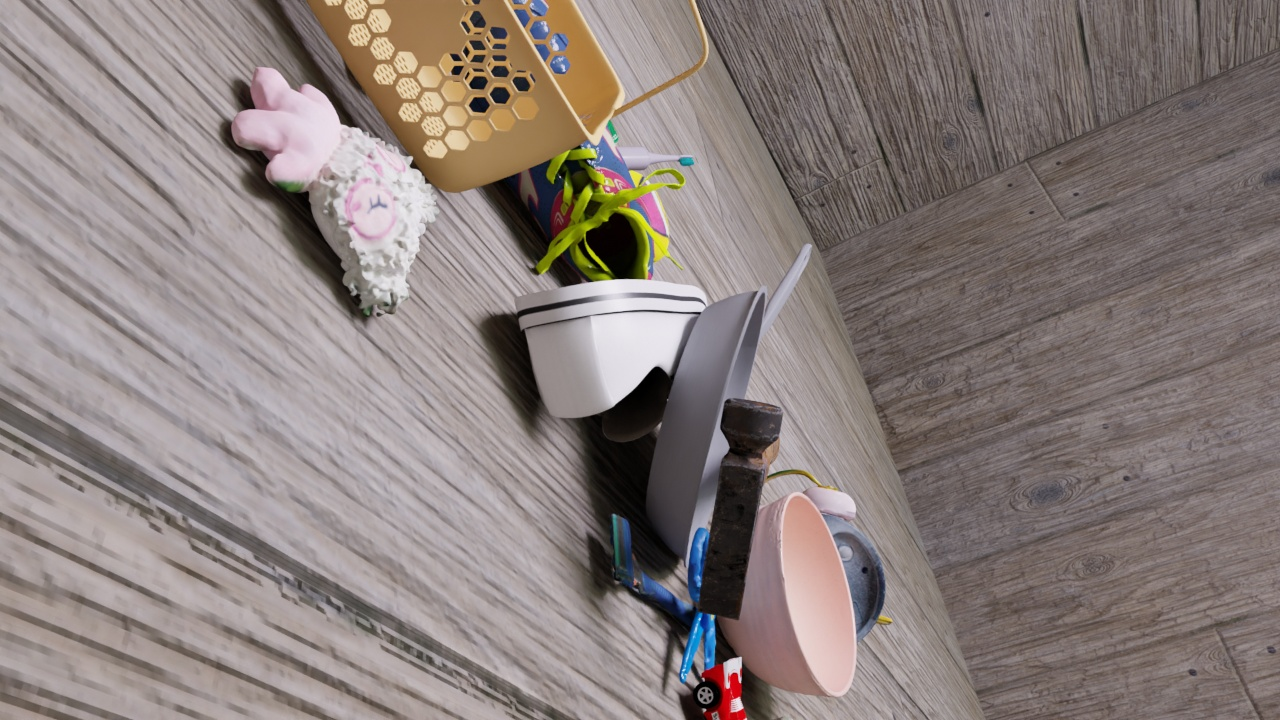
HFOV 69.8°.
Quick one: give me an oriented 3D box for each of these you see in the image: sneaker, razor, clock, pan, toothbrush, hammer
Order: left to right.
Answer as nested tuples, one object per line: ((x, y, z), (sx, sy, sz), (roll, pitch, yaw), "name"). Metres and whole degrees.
((-0.045, -0.137, 0.615), (0.242, 0.116, 0.091), (59, 7, -45), "sneaker")
((-0.022, -0.160, 0.732), (0.187, 0.018, 0.019), (-13, 75, -43), "toothbrush")
((-0.004, 0.004, 0.622), (0.245, 0.091, 0.097), (-1, 80, -76), "sneaker")
((0.010, 0.146, 0.580), (0.141, 0.018, 0.043), (54, 22, -47), "razor")
((0.076, -0.002, 0.698), (0.355, 0.051, 0.201), (-62, 164, -49), "pan")
((0.079, 0.082, 0.651), (0.330, 0.033, 0.120), (2, 99, -79), "hammer")
((0.143, 0.173, 0.795), (0.059, 0.117, 0.158), (39, 31, -78), "clock")

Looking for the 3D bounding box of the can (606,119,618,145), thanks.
((-0.060, -0.215, 0.783), (0.101, 0.053, 0.053), (61, 17, -19), "can")

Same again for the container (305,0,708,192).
((-0.070, -0.200, 0.476), (0.183, 0.167, 0.129), (59, 18, -22), "container")

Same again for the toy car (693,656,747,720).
((0.055, 0.234, 0.573), (0.038, 0.025, 0.089), (27, 51, -65), "toy car")

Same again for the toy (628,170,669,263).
((-0.002, -0.139, 0.885), (0.095, 0.041, 0.094), (67, 20, -8), "toy")

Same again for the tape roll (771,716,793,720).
((0.113, 0.313, 0.676), (0.094, 0.019, 0.093), (56, 19, -33), "tape roll")

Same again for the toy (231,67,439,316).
((-0.132, -0.082, 0.411), (0.109, 0.041, 0.095), (47, 26, -35), "toy")

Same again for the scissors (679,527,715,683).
((0.043, 0.162, 0.603), (0.130, 0.014, 0.125), (-38, 129, -63), "scissors")

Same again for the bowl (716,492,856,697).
((0.104, 0.183, 0.704), (0.153, 0.076, 0.152), (42, 39, -46), "bowl")
